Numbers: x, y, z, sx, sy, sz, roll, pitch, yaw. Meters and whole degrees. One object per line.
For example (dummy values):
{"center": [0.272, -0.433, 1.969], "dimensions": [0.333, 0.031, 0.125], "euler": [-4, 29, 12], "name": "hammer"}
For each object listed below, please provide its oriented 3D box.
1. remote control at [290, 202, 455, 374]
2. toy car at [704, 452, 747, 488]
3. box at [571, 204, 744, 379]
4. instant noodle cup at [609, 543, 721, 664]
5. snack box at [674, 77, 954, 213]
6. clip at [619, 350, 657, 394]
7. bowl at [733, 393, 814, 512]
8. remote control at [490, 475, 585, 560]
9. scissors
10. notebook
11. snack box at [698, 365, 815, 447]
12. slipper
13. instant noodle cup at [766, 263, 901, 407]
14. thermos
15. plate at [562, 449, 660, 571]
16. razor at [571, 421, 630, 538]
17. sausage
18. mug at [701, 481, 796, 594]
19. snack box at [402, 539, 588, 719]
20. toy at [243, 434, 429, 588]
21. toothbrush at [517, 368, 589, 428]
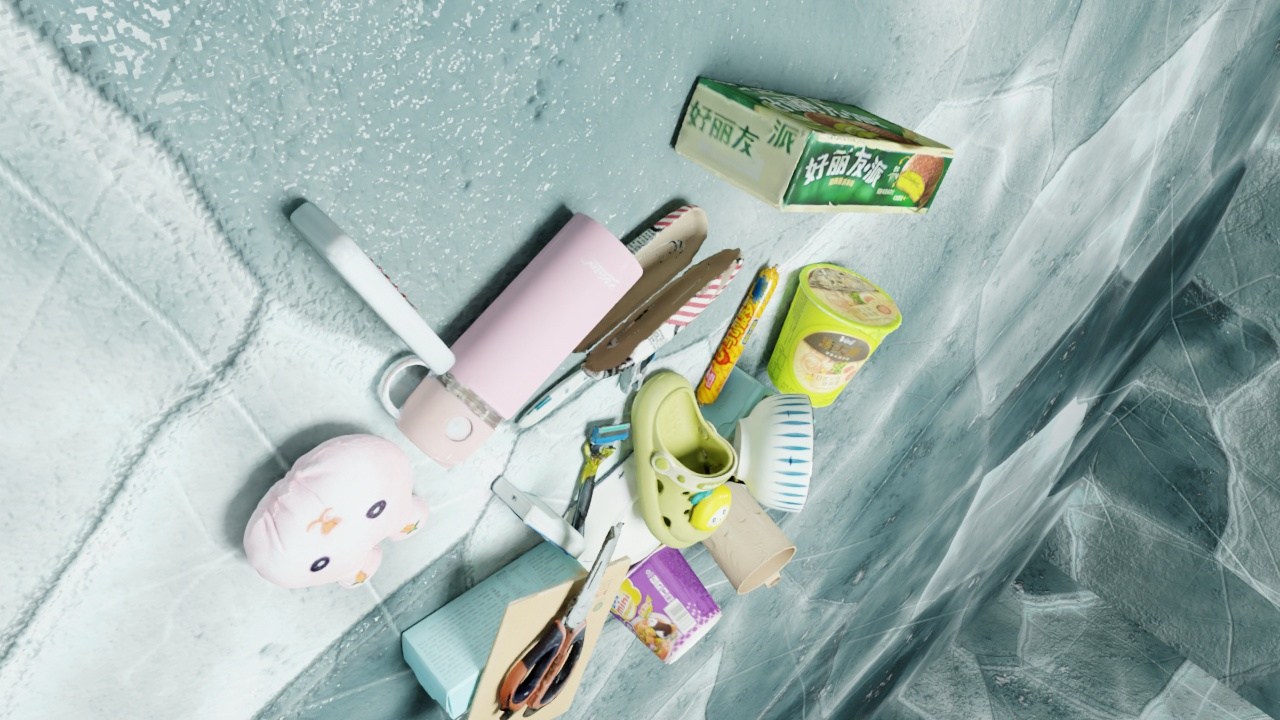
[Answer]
{"center": [-0.156, -0.040, 0.548], "dimensions": [0.020, 0.056, 0.136], "euler": [-43, 146, -10], "name": "remote control"}
{"center": [0.095, 0.116, 1.004], "dimensions": [0.122, 0.056, 0.037], "euler": [36, 65, -65], "name": "toy car"}
{"center": [0.000, -0.060, 0.728], "dimensions": [0.162, 0.076, 0.087], "euler": [-43, 107, -14], "name": "box"}
{"center": [0.029, 0.272, 1.017], "dimensions": [0.111, 0.099, 0.112], "euler": [-39, 163, -15], "name": "instant noodle cup"}
{"center": [0.148, -0.168, 0.744], "dimensions": [0.239, 0.114, 0.063], "euler": [-9, 127, -46], "name": "snack box"}
{"center": [-0.005, 0.005, 0.809], "dimensions": [0.038, 0.026, 0.058], "euler": [-11, 138, -31], "name": "clip"}
{"center": [0.126, 0.088, 0.895], "dimensions": [0.116, 0.066, 0.116], "euler": [22, 72, -89], "name": "bowl"}
{"center": [-0.087, 0.141, 0.814], "dimensions": [0.024, 0.049, 0.125], "euler": [-49, 148, -9], "name": "remote control"}
{"center": [-0.069, 0.230, 0.794], "dimensions": [0.185, 0.015, 0.209], "euler": [-34, 144, -24], "name": "scissors"}
{"center": [-0.091, 0.276, 0.837], "dimensions": [0.147, 0.008, 0.208], "euler": [-10, 130, -46], "name": "notebook"}
{"center": [0.127, 0.065, 1.001], "dimensions": [0.074, 0.051, 0.174], "euler": [-56, 147, 4], "name": "snack box"}
{"center": [0.046, 0.103, 0.874], "dimensions": [0.091, 0.082, 0.191], "euler": [-32, 122, -35], "name": "slipper"}
{"center": [0.193, -0.019, 0.960], "dimensions": [0.111, 0.111, 0.124], "euler": [-16, 141, -42], "name": "instant noodle cup"}
{"center": [-0.094, -0.019, 0.646], "dimensions": [0.198, 0.067, 0.087], "euler": [-46, 115, -6], "name": "thermos"}
{"center": [-0.003, 0.160, 0.951], "dimensions": [0.163, 0.034, 0.164], "euler": [-42, 146, -16], "name": "plate"}
{"center": [-0.048, 0.118, 0.861], "dimensions": [0.042, 0.022, 0.143], "euler": [-6, 121, -42], "name": "razor"}
{"center": [0.096, -0.023, 0.907], "dimensions": [0.021, 0.021, 0.165], "euler": [3, 119, -52], "name": "sausage"}
{"center": [0.120, 0.210, 1.076], "dimensions": [0.084, 0.103, 0.125], "euler": [-38, 153, -2], "name": "mug"}
{"center": [-0.124, 0.240, 0.841], "dimensions": [0.174, 0.074, 0.052], "euler": [-29, 141, -31], "name": "snack box"}
{"center": [-0.203, 0.112, 0.644], "dimensions": [0.121, 0.054, 0.159], "euler": [-46, 155, -9], "name": "toy"}
{"center": [-0.031, -0.006, 0.775], "dimensions": [0.191, 0.018, 0.016], "euler": [-39, 146, -15], "name": "toothbrush"}
